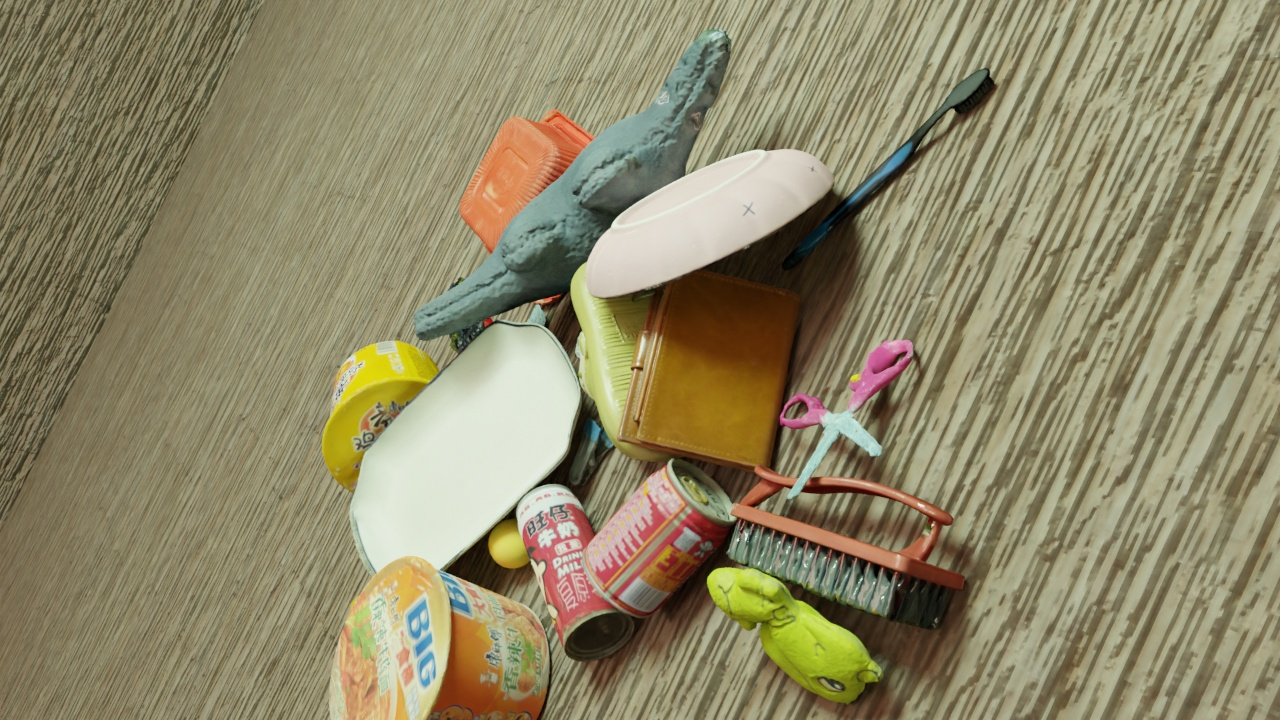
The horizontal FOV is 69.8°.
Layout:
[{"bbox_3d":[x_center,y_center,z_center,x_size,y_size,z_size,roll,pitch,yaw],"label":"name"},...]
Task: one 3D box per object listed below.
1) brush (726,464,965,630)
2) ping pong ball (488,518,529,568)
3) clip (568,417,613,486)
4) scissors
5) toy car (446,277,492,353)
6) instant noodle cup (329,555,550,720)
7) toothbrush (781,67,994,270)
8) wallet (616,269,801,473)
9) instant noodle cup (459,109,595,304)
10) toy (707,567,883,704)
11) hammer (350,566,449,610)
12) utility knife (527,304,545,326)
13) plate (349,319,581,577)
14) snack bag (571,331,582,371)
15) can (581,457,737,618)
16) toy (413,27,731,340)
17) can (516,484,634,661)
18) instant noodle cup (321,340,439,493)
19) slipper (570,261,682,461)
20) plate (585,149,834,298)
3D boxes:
[{"bbox_3d":[0.110,0.101,0.533,0.146,0.063,0.069,9,79,51],"label":"brush"},{"bbox_3d":[-0.105,0.151,0.758,0.040,0.040,0.040,-25,52,37],"label":"ping pong ball"},{"bbox_3d":[-0.041,0.077,0.748,0.027,0.043,0.058,36,101,49],"label":"clip"},{"bbox_3d":[0.118,0.035,0.563,0.133,0.017,0.131,-51,19,-28],"label":"scissors"},{"bbox_3d":[-0.183,-0.047,0.961,0.049,0.031,0.106,-51,42,13],"label":"toy car"},{"bbox_3d":[-0.149,0.236,0.702,0.152,0.111,0.151,-25,52,37],"label":"instant noodle cup"},{"bbox_3d":[0.168,-0.127,0.638,0.190,0.016,0.014,-45,51,25],"label":"toothbrush"},{"bbox_3d":[0.042,0.002,0.633,0.035,0.119,0.130,90,-167,-74],"label":"wallet"},{"bbox_3d":[-0.106,-0.161,0.904,0.165,0.079,0.189,-58,44,13],"label":"instant noodle cup"},{"bbox_3d":[0.086,0.154,0.519,0.031,0.100,0.097,-45,11,-28],"label":"toy"},{"bbox_3d":[-0.168,0.157,0.830,0.301,0.032,0.129,-57,40,8],"label":"hammer"},{"bbox_3d":[-0.130,0.036,0.871,0.031,0.020,0.190,23,82,23],"label":"utility knife"},{"bbox_3d":[-0.149,0.083,0.790,0.266,0.034,0.162,-44,54,14],"label":"plate"},{"bbox_3d":[-0.027,-0.035,0.787,0.048,0.026,0.104,27,91,57],"label":"snack bag"},{"bbox_3d":[0.013,0.120,0.624,0.094,0.066,0.066,-50,41,16],"label":"can"},{"bbox_3d":[-0.044,-0.130,0.770,0.357,0.137,0.091,-41,74,23],"label":"toy"},{"bbox_3d":[-0.052,0.155,0.687,0.053,0.053,0.132,-50,41,16],"label":"can"},{"bbox_3d":[-0.242,0.053,0.900,0.138,0.138,0.109,-54,32,11],"label":"instant noodle cup"},{"bbox_3d":[-0.004,0.004,0.710,0.082,0.091,0.190,107,151,-51],"label":"slipper"},{"bbox_3d":[0.041,-0.106,0.655,0.192,0.039,0.192,-25,16,8],"label":"plate"}]
